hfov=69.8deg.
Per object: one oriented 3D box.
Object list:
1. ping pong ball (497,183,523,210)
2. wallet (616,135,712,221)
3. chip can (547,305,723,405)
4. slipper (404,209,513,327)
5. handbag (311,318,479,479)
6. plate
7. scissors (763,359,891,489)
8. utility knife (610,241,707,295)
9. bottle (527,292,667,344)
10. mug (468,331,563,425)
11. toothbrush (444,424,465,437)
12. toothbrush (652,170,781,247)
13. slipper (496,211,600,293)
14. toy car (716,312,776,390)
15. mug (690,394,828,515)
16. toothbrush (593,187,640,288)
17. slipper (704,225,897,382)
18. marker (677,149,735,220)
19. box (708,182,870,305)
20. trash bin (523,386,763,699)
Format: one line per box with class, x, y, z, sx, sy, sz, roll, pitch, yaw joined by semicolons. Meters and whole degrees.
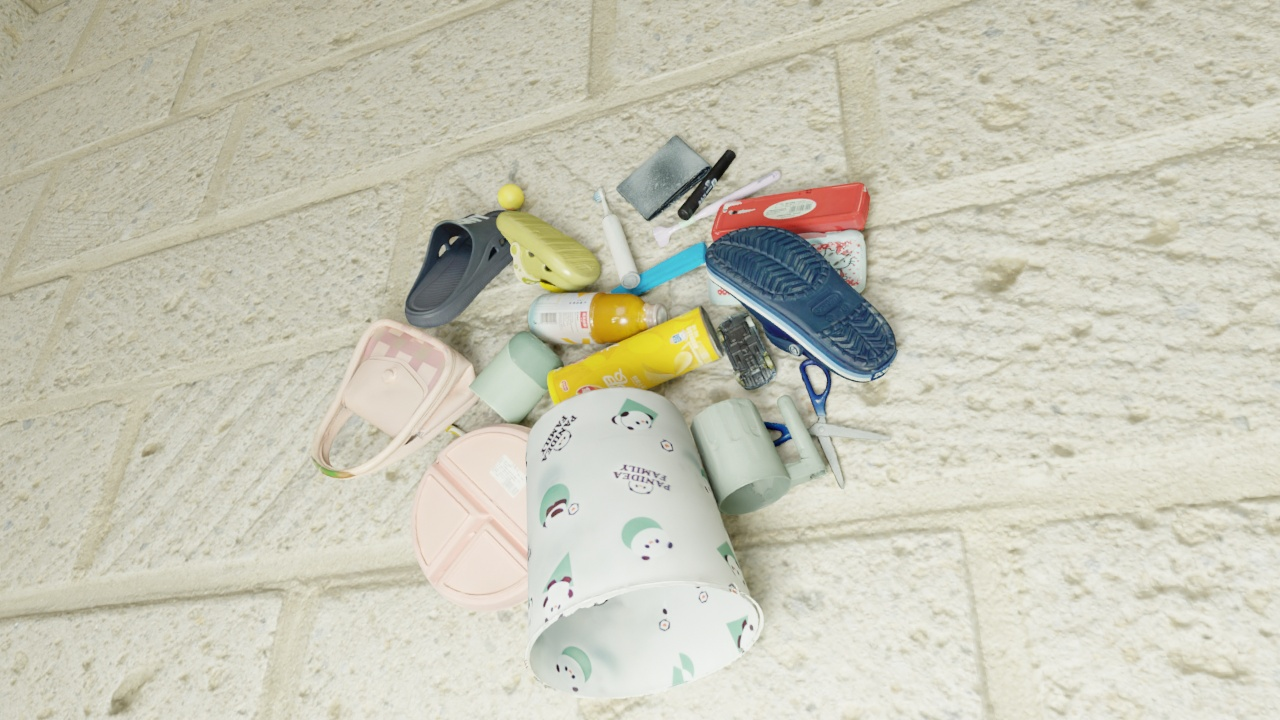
ping pong ball;-0.200;-0.252;1.414;0.040;0.040;0.040;-13;56;20
wallet;0.032;-0.261;1.316;0.121;0.019;0.097;-40;49;2
chip can;-0.007;0.007;1.136;0.214;0.072;0.072;-23;53;12
slipper;-0.255;-0.155;1.319;0.111;0.083;0.267;4;43;25
handbag;-0.350;0.064;1.250;0.193;0.093;0.233;22;67;37
plate;-0.184;0.186;1.113;0.230;0.028;0.229;-7;70;20
scissors;0.194;0.070;1.029;0.176;0.012;0.162;-5;58;26
utility knife;0.005;-0.105;1.232;0.191;0.018;0.034;-26;46;14
bottle;-0.056;-0.055;1.200;0.190;0.068;0.067;1;61;28
mug;-0.164;0.020;1.209;0.106;0.082;0.112;-50;20;-8
toothbrush;-0.259;0.096;1.246;0.191;0.016;0.018;23;84;36
toothbrush;0.105;-0.208;1.245;0.189;0.021;0.029;-27;90;8
slipper;-0.137;-0.145;1.300;0.190;0.091;0.082;40;121;31
toy car;0.127;-0.011;1.101;0.049;0.031;0.105;-26;54;10
mug;0.126;0.098;1.002;0.124;0.084;0.103;-19;58;-3
toothbrush;-0.037;-0.179;1.287;0.026;0.026;0.220;-34;44;15
slipper;0.187;-0.062;1.071;0.253;0.095;0.105;40;64;22
marker;0.091;-0.241;1.256;0.022;0.020;0.131;2;49;49
box;0.182;-0.147;1.146;0.201;0.060;0.160;-4;63;27
trash bin;-0.016;0.179;0.945;0.230;0.229;0.251;-24;48;12
